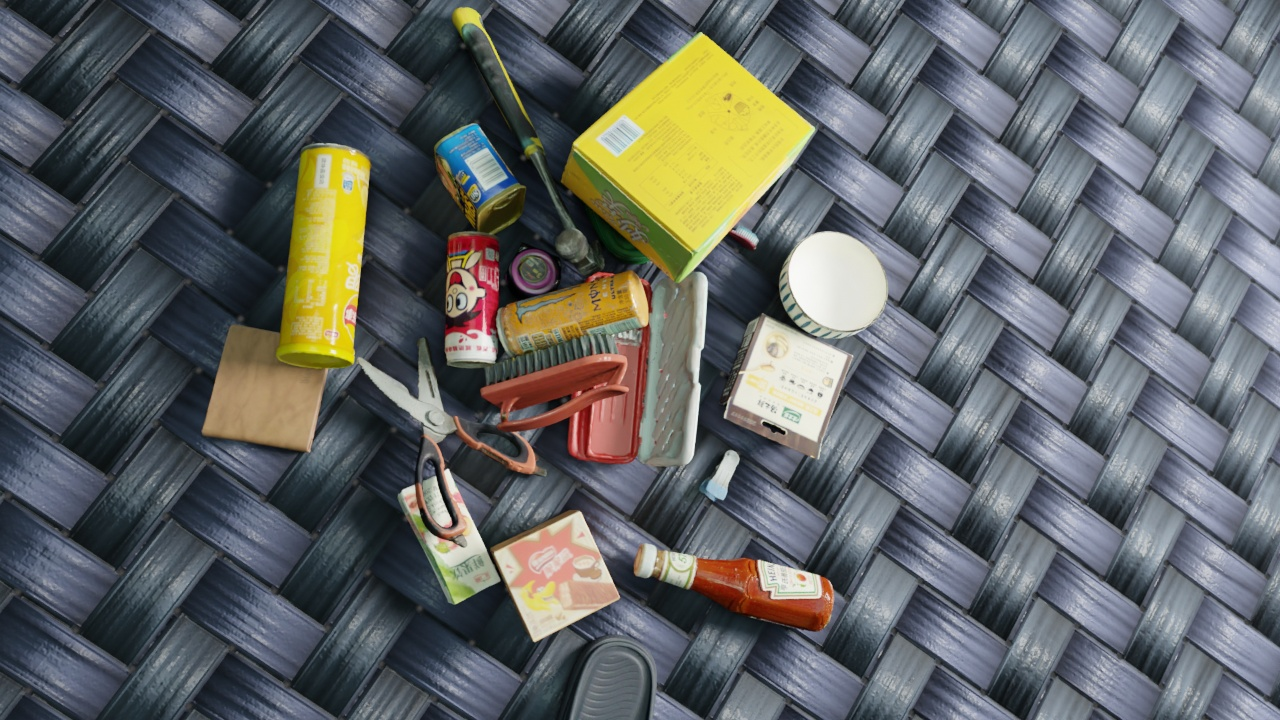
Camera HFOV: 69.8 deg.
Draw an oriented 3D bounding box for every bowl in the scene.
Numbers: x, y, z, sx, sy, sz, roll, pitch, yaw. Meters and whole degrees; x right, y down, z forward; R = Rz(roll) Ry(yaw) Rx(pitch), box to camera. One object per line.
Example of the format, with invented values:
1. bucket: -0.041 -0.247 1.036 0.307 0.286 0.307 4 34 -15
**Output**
1. bowl: 0.203 -0.075 1.003 0.116 0.066 0.116 4 72 -13

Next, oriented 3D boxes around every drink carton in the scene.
1. drink carton: -0.189 0.174 0.903 0.053 0.046 0.122 -25 88 -23

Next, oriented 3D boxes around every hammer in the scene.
1. hammer: -0.118 -0.228 0.956 0.032 0.126 0.323 -28 77 6

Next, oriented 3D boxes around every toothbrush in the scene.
1. toothbrush: 0.054 -0.181 1.019 0.187 0.016 0.017 34 69 -5

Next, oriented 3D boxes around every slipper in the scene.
1. slipper: -0.044 0.402 0.881 0.110 0.083 0.267 14 78 -7

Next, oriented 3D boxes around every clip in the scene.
1. clip: 0.087 0.121 0.981 0.027 0.043 0.058 33 73 -4

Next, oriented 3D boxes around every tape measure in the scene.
1. tape measure: -0.112 -0.088 0.961 0.057 0.039 0.057 20 73 -8

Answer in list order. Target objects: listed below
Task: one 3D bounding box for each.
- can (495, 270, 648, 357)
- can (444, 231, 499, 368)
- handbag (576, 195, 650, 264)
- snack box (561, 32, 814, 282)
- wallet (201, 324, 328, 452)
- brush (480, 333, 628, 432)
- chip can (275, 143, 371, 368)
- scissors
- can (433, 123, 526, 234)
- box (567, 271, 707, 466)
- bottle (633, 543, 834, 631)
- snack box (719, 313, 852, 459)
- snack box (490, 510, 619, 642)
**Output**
1. can: -0.067 -0.045 0.922 0.146 0.058 0.058 -14 84 13
2. can: -0.172 -0.061 0.937 0.053 0.053 0.132 1 81 -11
3. handbag: 0.006 -0.171 0.971 0.131 0.068 0.120 -34 94 -3
4. snack box: 0.048 -0.202 0.905 0.157 0.070 0.209 41 64 3
5. wallet: -0.366 0.027 0.905 0.101 0.020 0.115 10 77 -11
6. brush: -0.080 0.024 0.908 0.146 0.063 0.069 -17 67 14
7. chip can: -0.310 -0.102 0.900 0.072 0.072 0.213 3 78 -11
8. scissors: -0.193 0.076 0.901 0.225 0.015 0.188 32 48 -14
9. can: -0.164 -0.181 0.933 0.057 0.102 0.083 -34 87 -14
10. box: 0.000 0.008 0.954 0.155 0.074 0.201 2 80 19
11. bottle: 0.095 0.229 0.944 0.206 0.060 0.059 16 79 -7
12. snack box: 0.154 0.029 0.988 0.113 0.053 0.125 24 79 -7
13. snack box: -0.086 0.209 0.902 0.092 0.077 0.094 -24 87 -13
